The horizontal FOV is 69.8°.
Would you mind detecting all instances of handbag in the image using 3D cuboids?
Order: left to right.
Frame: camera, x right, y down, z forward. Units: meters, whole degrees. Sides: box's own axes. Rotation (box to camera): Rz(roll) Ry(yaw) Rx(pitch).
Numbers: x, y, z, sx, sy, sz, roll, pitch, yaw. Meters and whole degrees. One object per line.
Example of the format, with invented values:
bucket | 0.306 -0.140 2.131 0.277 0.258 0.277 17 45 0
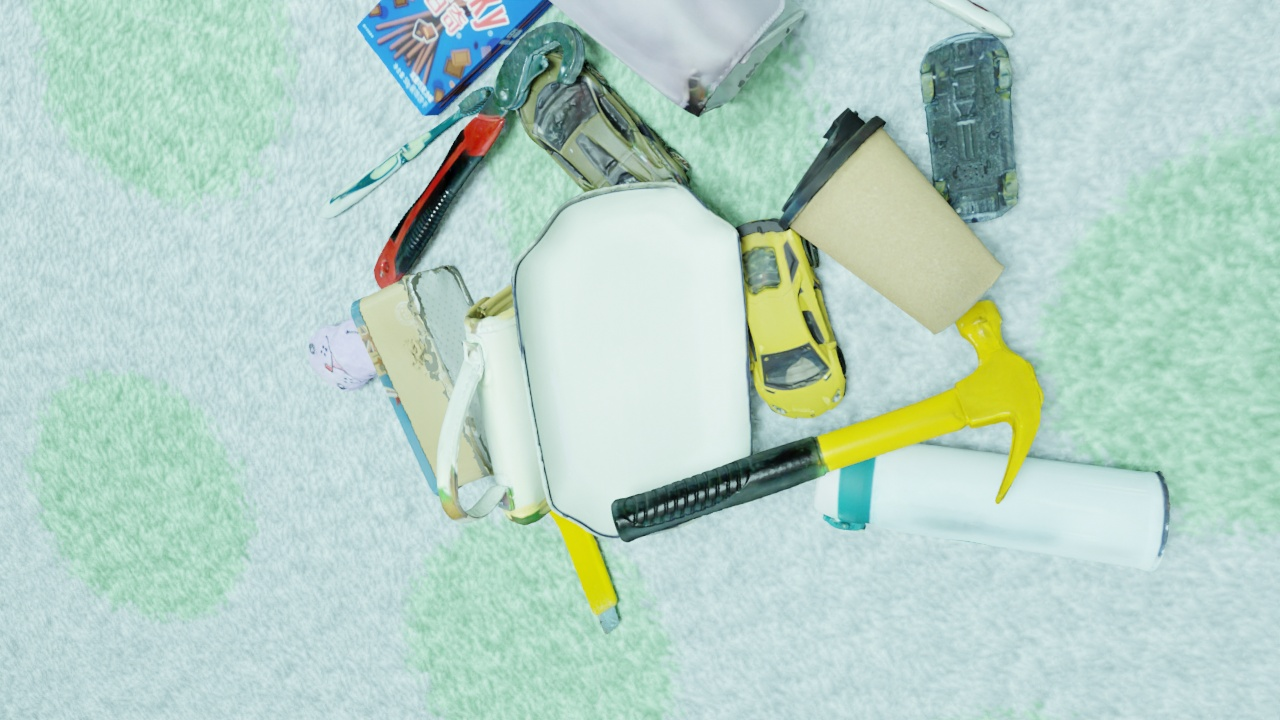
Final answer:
handbag | -0.094 0.034 0.663 0.063 0.178 0.163 5 114 30
handbag | -0.002 -0.248 0.561 0.197 0.144 0.099 42 125 -4

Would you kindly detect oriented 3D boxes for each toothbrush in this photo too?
toothbrush | -0.190 -0.161 0.724 0.192 0.018 0.016 -28 96 22
toothbrush | 0.157 -0.257 0.589 0.187 0.016 0.017 32 103 7

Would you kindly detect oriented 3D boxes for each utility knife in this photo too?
utility knife | -0.051 0.156 0.778 0.033 0.015 0.173 -13 103 26

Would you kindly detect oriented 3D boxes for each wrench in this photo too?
wrench | -0.133 -0.148 0.696 0.274 0.016 0.056 -42 64 30

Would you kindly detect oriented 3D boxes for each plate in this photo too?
plate | -0.004 0.004 0.651 0.162 0.034 0.266 -12 114 -11

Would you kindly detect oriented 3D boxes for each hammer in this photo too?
hammer | 0.123 0.066 0.629 0.301 0.033 0.128 -20 68 11

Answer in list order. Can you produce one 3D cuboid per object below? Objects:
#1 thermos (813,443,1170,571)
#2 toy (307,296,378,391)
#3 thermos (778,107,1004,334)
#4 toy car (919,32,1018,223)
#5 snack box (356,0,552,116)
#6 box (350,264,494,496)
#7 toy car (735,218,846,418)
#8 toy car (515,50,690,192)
thermos | 0.236 0.098 0.642 0.224 0.073 0.073 6 108 16
toy | -0.237 -0.005 0.770 0.108 0.038 0.084 -17 111 35
thermos | 0.160 -0.088 0.593 0.143 0.092 0.093 43 113 4
toy car | 0.213 -0.149 0.593 0.054 0.036 0.121 -7 114 18
snack box | -0.128 -0.261 0.670 0.157 0.026 0.084 -36 93 23
box | -0.152 0.020 0.728 0.062 0.089 0.184 -19 95 21
toy car | 0.103 -0.027 0.661 0.071 0.041 0.156 -14 103 22
toy car | -0.030 -0.155 0.665 0.158 0.042 0.070 46 113 3
